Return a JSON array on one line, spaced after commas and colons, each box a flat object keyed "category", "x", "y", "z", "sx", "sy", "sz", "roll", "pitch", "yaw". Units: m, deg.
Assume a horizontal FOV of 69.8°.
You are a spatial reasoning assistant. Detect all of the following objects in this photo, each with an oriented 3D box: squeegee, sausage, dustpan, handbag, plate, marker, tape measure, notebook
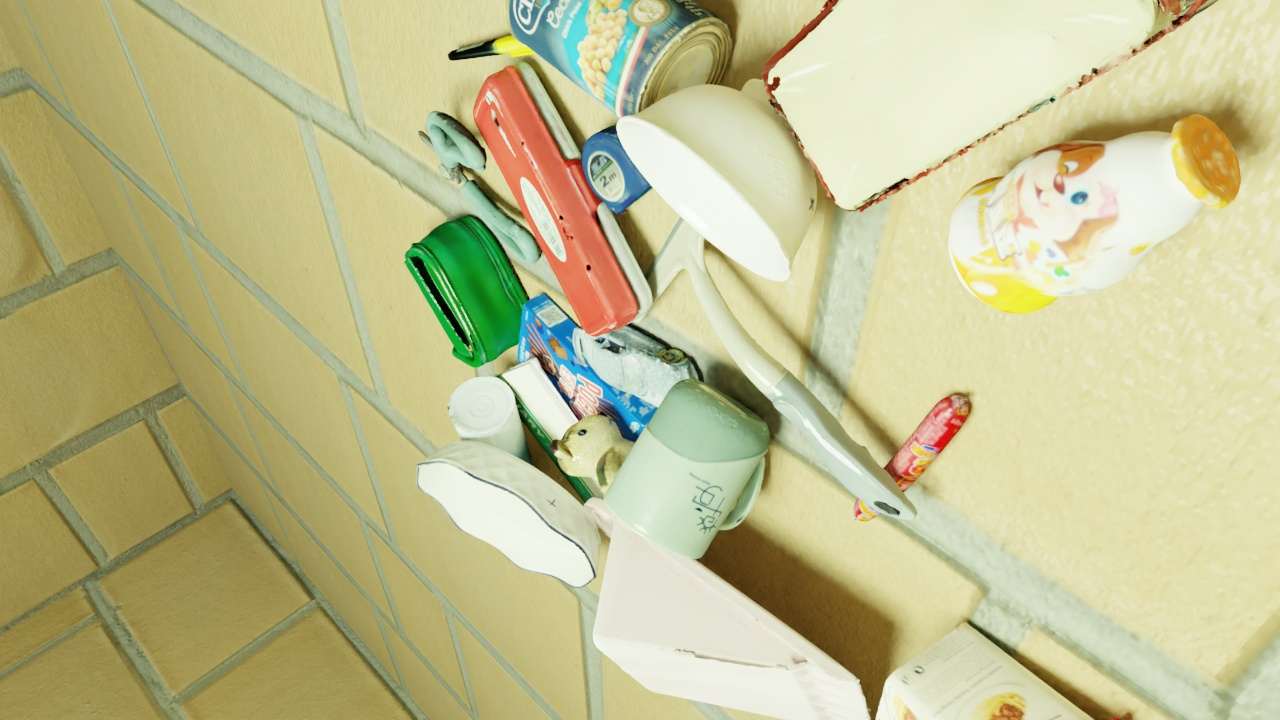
[{"category": "squeegee", "x": 0.084, "y": 0.005, "z": 0.577, "sx": 0.246, "sy": 0.039, "sz": 0.247, "roll": 54, "pitch": 150, "yaw": 11}, {"category": "sausage", "x": 0.164, "y": 0.065, "z": 0.566, "sx": 0.020, "sy": 0.020, "sz": 0.156, "roll": 44, "pitch": 148, "yaw": 18}, {"category": "dustpan", "x": 0.069, "y": 0.202, "z": 0.763, "sx": 0.274, "sy": 0.138, "sz": 0.223, "roll": 4, "pitch": 150, "yaw": 18}, {"category": "handbag", "x": -0.165, "y": -0.065, "z": 0.862, "sx": 0.120, "sy": 0.067, "sz": 0.131, "roll": 7, "pitch": 126, "yaw": 61}, {"category": "plate", "x": -0.124, "y": 0.147, "z": 0.894, "sx": 0.205, "sy": 0.045, "sz": 0.205, "roll": 24, "pitch": 151, "yaw": 14}, {"category": "marker", "x": -0.105, "y": -0.224, "z": 0.660, "sx": 0.124, "sy": 0.018, "sz": 0.015, "roll": 14, "pitch": 126, "yaw": 49}, {"category": "tape measure", "x": -0.013, "y": -0.130, "z": 0.616, "sx": 0.054, "sy": 0.025, "sz": 0.058, "roll": 59, "pitch": 146, "yaw": -2}, {"category": "notebook", "x": -0.063, "y": 0.092, "z": 0.883, "sx": 0.209, "sy": 0.012, "sz": 0.151, "roll": 55, "pitch": 159, "yaw": -8}]

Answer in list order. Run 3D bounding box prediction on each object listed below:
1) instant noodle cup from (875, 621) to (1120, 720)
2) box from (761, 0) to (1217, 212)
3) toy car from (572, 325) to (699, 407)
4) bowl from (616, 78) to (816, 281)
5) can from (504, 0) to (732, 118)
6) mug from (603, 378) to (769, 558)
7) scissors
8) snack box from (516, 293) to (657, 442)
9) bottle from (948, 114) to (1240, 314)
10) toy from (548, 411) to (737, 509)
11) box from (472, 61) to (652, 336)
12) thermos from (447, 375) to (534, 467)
[{"category": "instant noodle cup", "x": 0.222, "y": 0.247, "z": 0.582, "sx": 0.124, "sy": 0.116, "sz": 0.116, "roll": 44, "pitch": 150, "yaw": 40}, {"category": "box", "x": 0.127, "y": -0.127, "z": 0.370, "sx": 0.091, "sy": 0.079, "sz": 0.169, "roll": 57, "pitch": 150, "yaw": -2}, {"category": "toy car", "x": -0.004, "y": 0.004, "z": 0.727, "sx": 0.121, "sy": 0.036, "sz": 0.054, "roll": 27, "pitch": 140, "yaw": 34}, {"category": "bowl", "x": 0.052, "y": -0.104, "z": 0.471, "sx": 0.118, "sy": 0.064, "sz": 0.118, "roll": 41, "pitch": 177, "yaw": 2}, {"category": "can", "x": -0.012, "y": -0.183, "z": 0.514, "sx": 0.111, "sy": 0.075, "sz": 0.075, "roll": 42, "pitch": 147, "yaw": 20}, {"category": "mug", "x": 0.046, "y": 0.079, "z": 0.660, "sx": 0.111, "sy": 0.106, "sz": 0.082, "roll": 27, "pitch": -173, "yaw": -33}, {"category": "scissors", "x": -0.144, "y": -0.158, "z": 0.747, "sx": 0.174, "sy": 0.019, "sz": 0.178, "roll": 46, "pitch": 168, "yaw": 23}, {"category": "snack box", "x": -0.049, "y": 0.020, "z": 0.811, "sx": 0.157, "sy": 0.026, "sz": 0.085, "roll": 44, "pitch": 148, "yaw": 18}, {"category": "bottle", "x": 0.181, "y": -0.060, "z": 0.376, "sx": 0.063, "sy": 0.063, "sz": 0.109, "roll": 57, "pitch": 149, "yaw": -3}, {"category": "toy", "x": 0.004, "y": 0.091, "z": 0.744, "sx": 0.157, "sy": 0.105, "sz": 0.066, "roll": 20, "pitch": 95, "yaw": 14}, {"category": "box", "x": -0.057, "y": -0.115, "z": 0.673, "sx": 0.201, "sy": 0.048, "sz": 0.087, "roll": 62, "pitch": 158, "yaw": -2}, {"category": "thermos", "x": -0.148, "y": 0.098, "z": 0.961, "sx": 0.070, "sy": 0.070, "sz": 0.221, "roll": 41, "pitch": 158, "yaw": 23}]
